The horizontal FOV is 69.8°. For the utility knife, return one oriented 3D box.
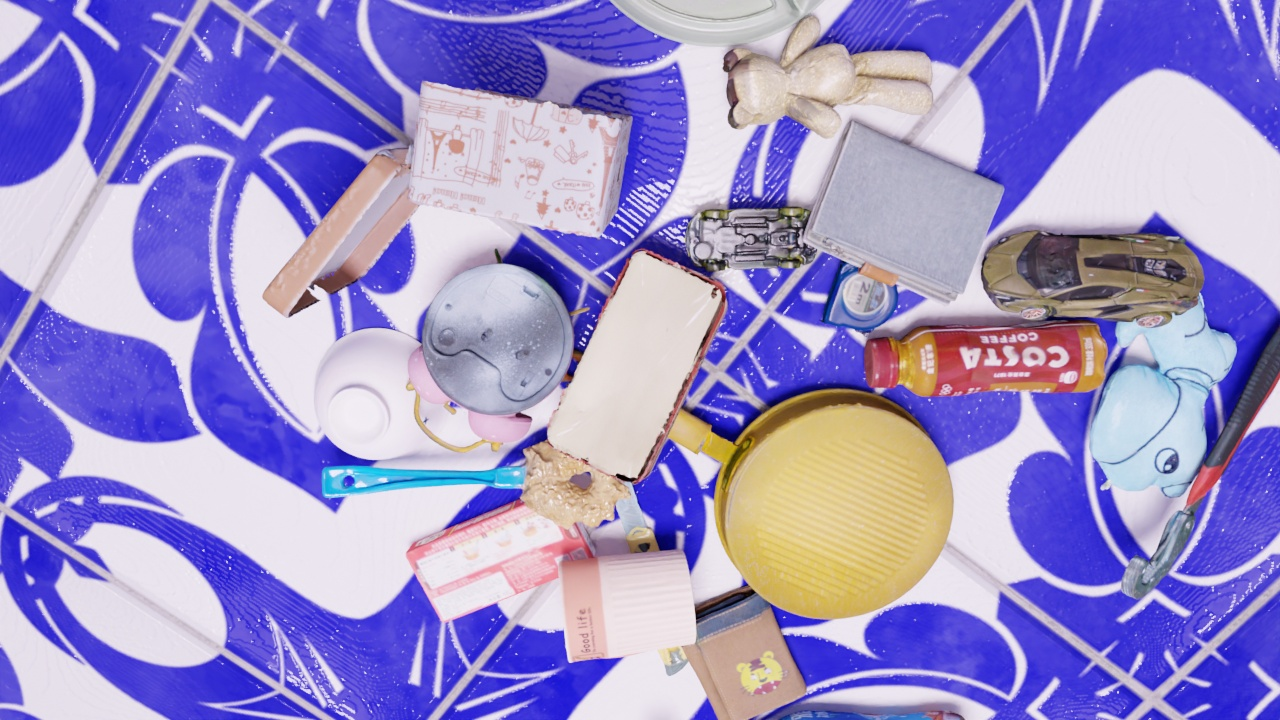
[{"bbox_3d":[0.009,0.191,0.817,0.031,0.021,0.205,-17,99,-2],"label":"utility knife"}]

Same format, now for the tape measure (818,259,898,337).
[{"bbox_3d":[0.176,-0.051,0.733,0.054,0.025,0.058,15,107,-3],"label":"tape measure"}]

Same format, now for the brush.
[{"bbox_3d":[-0.135,0.099,0.760,0.254,0.046,0.083,-1,90,0],"label":"brush"}]

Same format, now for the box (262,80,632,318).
[{"bbox_3d":[-0.131,-0.125,0.651,0.271,0.179,0.134,-18,104,7],"label":"box"}]

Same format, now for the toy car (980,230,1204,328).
[{"bbox_3d":[0.341,-0.065,0.696,0.158,0.042,0.070,1,65,5],"label":"toy car"}]

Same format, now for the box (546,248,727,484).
[{"bbox_3d":[-0.004,0.004,0.703,0.091,0.076,0.168,25,87,7],"label":"box"}]

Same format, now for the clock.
[{"bbox_3d":[-0.120,0.000,0.729,0.117,0.060,0.158,33,89,1],"label":"clock"}]

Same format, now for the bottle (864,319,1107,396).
[{"bbox_3d":[0.268,-0.001,0.724,0.175,0.057,0.057,-2,105,4],"label":"bottle"}]

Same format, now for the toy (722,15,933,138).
[{"bbox_3d":[0.140,-0.203,0.680,0.157,0.066,0.105,-2,73,0],"label":"toy"}]

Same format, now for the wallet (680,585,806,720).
[{"bbox_3d":[0.089,0.265,0.820,0.090,0.033,0.115,-24,106,2],"label":"wallet"}]

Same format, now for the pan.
[{"bbox_3d":[0.090,0.084,0.765,0.357,0.078,0.198,26,101,-10],"label":"pan"}]

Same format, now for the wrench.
[{"bbox_3d":[0.456,0.070,0.720,0.056,0.016,0.273,32,89,-43],"label":"wrench"}]

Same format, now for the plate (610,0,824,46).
[{"bbox_3d":[0.057,-0.346,0.658,0.230,0.027,0.230,1,106,2],"label":"plate"}]

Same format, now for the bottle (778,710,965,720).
[{"bbox_3d":[0.181,0.348,0.822,0.219,0.065,0.065,-2,105,4],"label":"bottle"}]

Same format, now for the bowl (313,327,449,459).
[{"bbox_3d":[-0.223,0.037,0.759,0.118,0.064,0.118,1,105,3],"label":"bowl"}]

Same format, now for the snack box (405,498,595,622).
[{"bbox_3d":[-0.123,0.170,0.810,0.153,0.025,0.075,-23,102,9],"label":"snack box"}]

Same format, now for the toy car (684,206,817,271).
[{"bbox_3d":[0.087,-0.097,0.720,0.105,0.032,0.048,-2,105,-2],"label":"toy car"}]

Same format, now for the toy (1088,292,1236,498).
[{"bbox_3d":[0.411,0.035,0.730,0.156,0.050,0.161,-42,105,4],"label":"toy"}]

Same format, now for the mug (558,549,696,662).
[{"bbox_3d":[-0.011,0.214,0.776,0.106,0.081,0.115,-6,132,-4],"label":"mug"}]

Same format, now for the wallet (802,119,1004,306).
[{"bbox_3d":[0.199,-0.110,0.705,0.129,0.037,0.106,22,88,-5],"label":"wallet"}]
